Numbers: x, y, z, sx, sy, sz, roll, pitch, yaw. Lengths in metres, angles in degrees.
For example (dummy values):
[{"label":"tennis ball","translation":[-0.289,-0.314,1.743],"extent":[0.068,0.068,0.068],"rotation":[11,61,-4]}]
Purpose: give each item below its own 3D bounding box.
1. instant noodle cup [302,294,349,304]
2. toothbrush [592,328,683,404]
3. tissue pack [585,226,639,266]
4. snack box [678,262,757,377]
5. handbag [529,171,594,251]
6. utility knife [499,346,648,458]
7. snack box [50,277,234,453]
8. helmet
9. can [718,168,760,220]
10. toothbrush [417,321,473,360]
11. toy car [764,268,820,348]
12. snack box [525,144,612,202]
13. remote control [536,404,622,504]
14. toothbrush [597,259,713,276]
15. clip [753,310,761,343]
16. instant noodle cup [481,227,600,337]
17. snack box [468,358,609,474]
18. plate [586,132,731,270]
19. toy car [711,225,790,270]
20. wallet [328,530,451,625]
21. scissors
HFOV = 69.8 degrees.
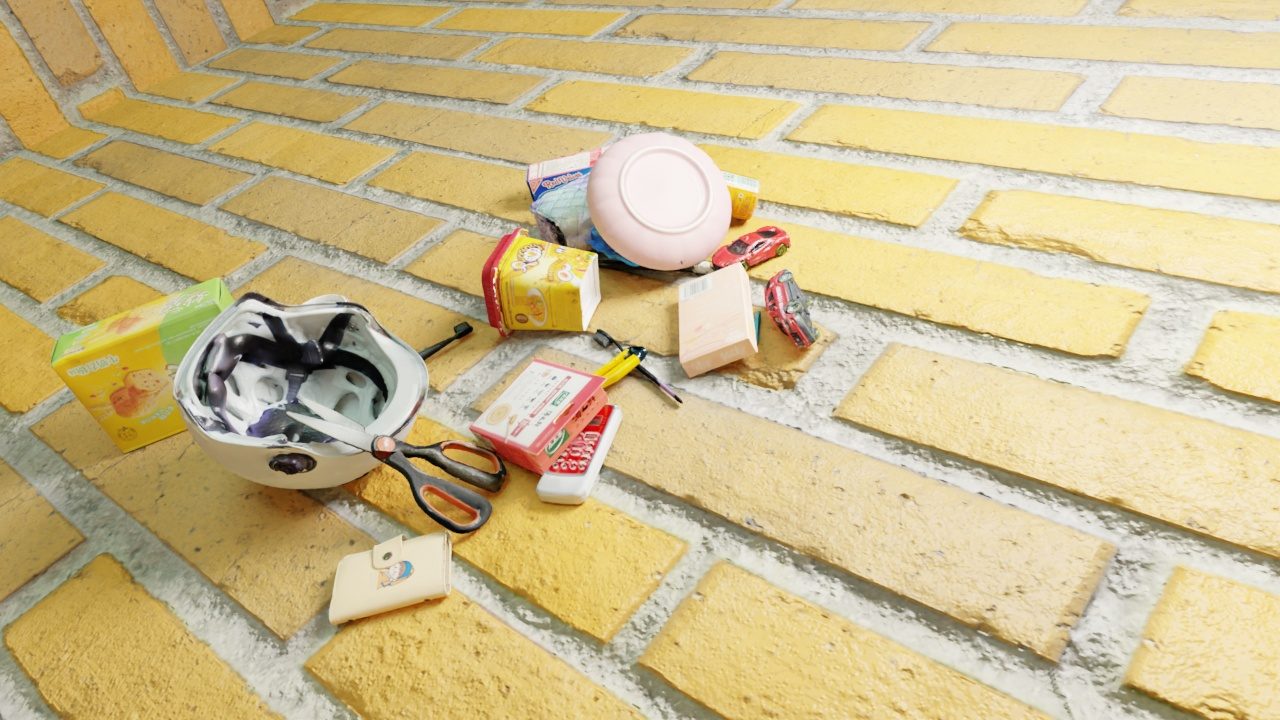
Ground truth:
[{"label":"instant noodle cup","translation":[-0.394,-0.023,1.173],"extent":[0.112,0.099,0.111],"rotation":[-11,39,9]},{"label":"toothbrush","translation":[-0.006,0.006,1.058],"extent":[0.016,0.014,0.189],"rotation":[-36,41,-13]},{"label":"tissue pack","translation":[0.011,-0.167,1.223],"extent":[0.157,0.052,0.095],"rotation":[-22,26,-20]},{"label":"snack box","translation":[0.088,-0.050,1.069],"extent":[0.085,0.026,0.157],"rotation":[-21,35,17]},{"label":"handbag","translation":[-0.051,-0.220,1.307],"extent":[0.193,0.076,0.134],"rotation":[-31,32,-15]},{"label":"utility knife","translation":[-0.076,0.043,1.027],"extent":[0.206,0.015,0.033],"rotation":[-36,35,-14]},{"label":"snack box","translation":[-0.595,0.007,1.161],"extent":[0.210,0.158,0.070],"rotation":[-22,39,-7]},{"label":"helmet","translation":[-0.372,0.054,1.021],"extent":[0.258,0.146,0.228],"rotation":[10,45,-9]},{"label":"can","translation":[0.086,-0.234,1.242],"extent":[0.146,0.058,0.058],"rotation":[14,39,-5]},{"label":"toothbrush","translation":[-0.303,0.009,1.157],"extent":[0.212,0.026,0.027],"rotation":[-34,61,-22]},{"label":"toy car","translation":[0.169,-0.056,1.039],"extent":[0.045,0.053,0.120],"rotation":[-31,28,16]},{"label":"snack box","translation":[-0.072,-0.292,1.423],"extent":[0.207,0.057,0.058],"rotation":[-12,40,6]},{"label":"remote control","translation":[-0.063,0.095,0.962],"extent":[0.056,0.020,0.135],"rotation":[2,41,21]},{"label":"toothbrush","translation":[0.013,-0.126,1.216],"extent":[0.181,0.018,0.015],"rotation":[6,50,30]},{"label":"clip","translation":[0.128,-0.038,1.063],"extent":[0.040,0.014,0.056],"rotation":[-1,40,19]},{"label":"instant noodle cup","translation":[-0.121,-0.093,1.156],"extent":[0.124,0.116,0.116],"rotation":[9,42,12]},{"label":"snack box","translation":[-0.100,0.059,0.970],"extent":[0.127,0.044,0.113],"rotation":[15,54,46]},{"label":"plate","translation":[0.029,-0.210,1.165],"extent":[0.192,0.039,0.192],"rotation":[4,72,-13]},{"label":"toy car","translation":[0.140,-0.142,1.172],"extent":[0.106,0.031,0.049],"rotation":[-26,37,-17]},{"label":"wallet","translation":[-0.241,0.205,0.889],"extent":[0.115,0.024,0.087],"rotation":[-16,36,3]},{"label":"scissors","translation":[-0.247,0.103,0.916],"extent":[0.233,0.022,0.162],"rotation":[7,51,-24]}]
